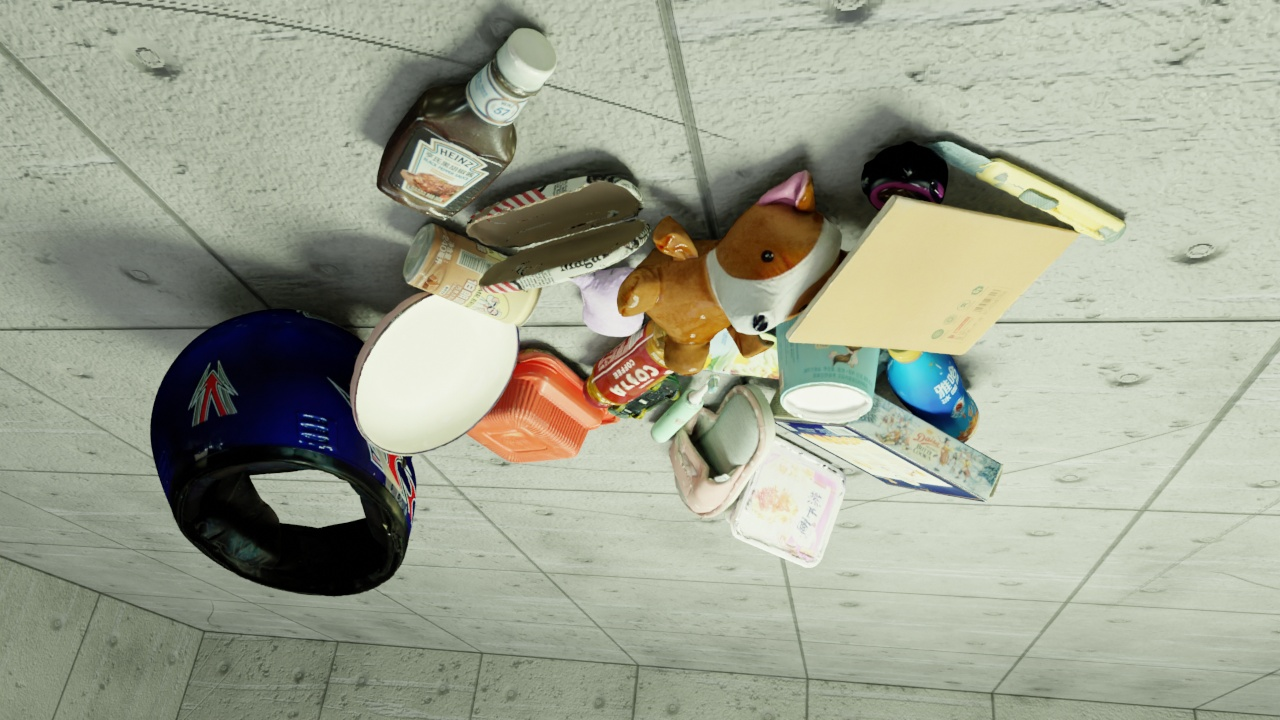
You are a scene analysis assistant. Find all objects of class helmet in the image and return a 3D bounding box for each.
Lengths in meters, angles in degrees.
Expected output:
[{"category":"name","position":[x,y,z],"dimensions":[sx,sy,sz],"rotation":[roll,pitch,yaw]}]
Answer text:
[{"category":"helmet","position":[-0.369,0.086,0.992],"dimensions":[0.247,0.240,0.316],"rotation":[-16,140,3]}]

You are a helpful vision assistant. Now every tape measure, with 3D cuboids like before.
[{"category":"tape measure","position":[0.193,-0.128,0.668],"dimensions":[0.058,0.039,0.057],"rotation":[24,160,-25]}]

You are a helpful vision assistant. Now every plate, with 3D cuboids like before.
[{"category":"plate","position":[-0.207,0.005,0.913],"dimensions":[0.039,0.192,0.192],"rotation":[35,169,33]}]

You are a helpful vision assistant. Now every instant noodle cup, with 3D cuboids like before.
[{"category":"instant noodle cup","position":[0.179,0.179,1.189],"dimensions":[0.173,0.138,0.060],"rotation":[28,169,-36]},{"category":"instant noodle cup","position":[0.168,-0.013,0.816],"dimensions":[0.111,0.120,0.111],"rotation":[6,153,3]},{"category":"instant noodle cup","position":[-0.139,0.061,1.076],"dimensions":[0.189,0.079,0.164],"rotation":[-9,145,36]}]

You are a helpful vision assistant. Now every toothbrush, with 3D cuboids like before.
[{"category":"toothbrush","position":[0.052,0.054,1.051],"dimensions":[0.026,0.027,0.225],"rotation":[7,158,-13]}]

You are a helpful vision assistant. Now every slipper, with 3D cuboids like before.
[{"category":"slipper","position":[0.084,0.114,1.099],"dimensions":[0.054,0.114,0.275],"rotation":[-10,157,-23]}]

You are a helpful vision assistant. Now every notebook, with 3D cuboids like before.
[{"category":"notebook","position":[0.232,-0.059,0.724],"dimensions":[0.207,0.008,0.148],"rotation":[3,137,-31]}]

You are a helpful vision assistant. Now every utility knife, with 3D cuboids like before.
[{"category":"utility knife","position":[0.293,-0.128,0.688],"dimensions":[0.198,0.021,0.031],"rotation":[23,149,-18]}]

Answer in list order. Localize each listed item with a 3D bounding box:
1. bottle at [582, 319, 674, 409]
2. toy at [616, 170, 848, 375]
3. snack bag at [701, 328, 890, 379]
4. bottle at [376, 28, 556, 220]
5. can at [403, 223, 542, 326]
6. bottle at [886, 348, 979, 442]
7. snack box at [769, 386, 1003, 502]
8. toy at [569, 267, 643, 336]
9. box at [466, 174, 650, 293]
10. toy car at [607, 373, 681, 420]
[{"category":"bottle","position":[-0.006,0.006,0.960],"dimensions":[0.057,0.057,0.175],"rotation":[20,150,-23]},{"category":"toy","position":[0.080,-0.066,0.751],"dimensions":[0.200,0.130,0.140],"rotation":[-21,131,28]},{"category":"snack bag","position":[0.155,-0.002,0.933],"dimensions":[0.191,0.038,0.110],"rotation":[8,150,-6]},{"category":"bottle","position":[-0.125,-0.170,0.670],"dimensions":[0.079,0.044,0.195],"rotation":[23,148,-29]},{"category":"can","position":[-0.152,-0.077,0.837],"dimensions":[0.116,0.058,0.059],"rotation":[23,149,-28]},{"category":"bottle","position":[0.283,0.024,0.903],"dimensions":[0.065,0.065,0.218],"rotation":[-8,153,27]},{"category":"snack box","position":[0.248,0.084,0.964],"dimensions":[0.182,0.045,0.178],"rotation":[28,170,-16]},{"category":"toy","position":[-0.031,-0.055,0.871],"dimensions":[0.084,0.038,0.108],"rotation":[3,153,8]},{"category":"box","position":[-0.068,-0.093,0.758],"dimensions":[0.163,0.087,0.076],"rotation":[-12,162,27]},{"category":"toy car","position":[0.003,0.037,1.038],"dimensions":[0.091,0.036,0.043],"rotation":[-27,142,31]}]
